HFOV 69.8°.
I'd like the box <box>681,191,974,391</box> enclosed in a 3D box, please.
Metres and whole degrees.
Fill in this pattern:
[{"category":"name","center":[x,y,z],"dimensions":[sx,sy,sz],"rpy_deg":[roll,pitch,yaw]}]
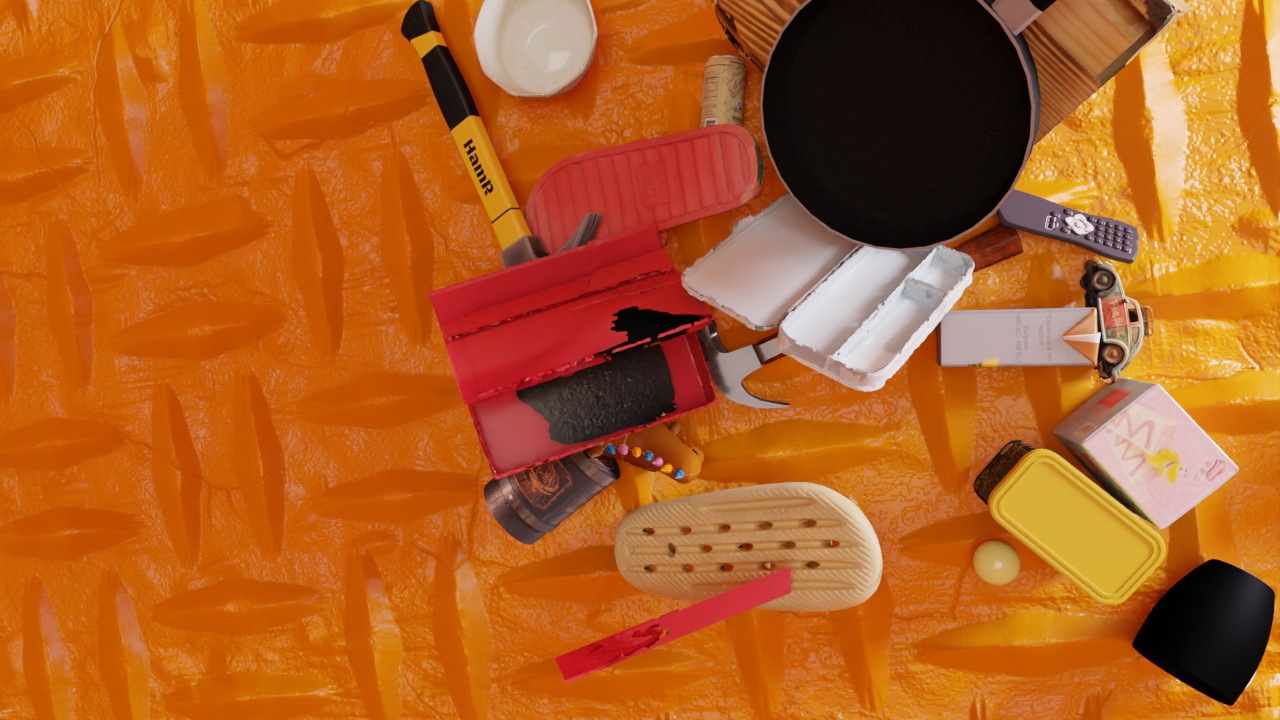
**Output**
[{"category":"box","center":[0.159,-0.068,0.766],"dimensions":[0.190,0.208,0.038],"rpy_deg":[28,136,23]}]

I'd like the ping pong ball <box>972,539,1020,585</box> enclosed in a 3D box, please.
[{"category":"ping pong ball","center":[0.320,0.182,0.825],"dimensions":[0.040,0.040,0.040],"rpy_deg":[0,93,10]}]

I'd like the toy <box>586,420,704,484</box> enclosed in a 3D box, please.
[{"category":"toy","center":[0.006,0.087,0.846],"dimensions":[0.090,0.102,0.071],"rpy_deg":[30,117,36]}]

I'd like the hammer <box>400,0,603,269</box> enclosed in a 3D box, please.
[{"category":"hammer","center":[-0.154,-0.203,0.883],"dimensions":[0.170,0.034,0.324],"rpy_deg":[-29,81,30]}]

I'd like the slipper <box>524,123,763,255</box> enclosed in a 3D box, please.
[{"category":"slipper","center":[0.002,-0.155,0.857],"dimensions":[0.249,0.059,0.103],"rpy_deg":[-13,89,25]}]

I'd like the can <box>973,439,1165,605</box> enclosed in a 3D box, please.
[{"category":"can","center":[0.358,0.132,0.784],"dimensions":[0.131,0.101,0.072],"rpy_deg":[39,98,6]}]

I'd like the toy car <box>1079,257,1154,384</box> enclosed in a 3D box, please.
[{"category":"toy car","center":[0.413,-0.036,0.794],"dimensions":[0.047,0.047,0.112],"rpy_deg":[-9,92,11]}]

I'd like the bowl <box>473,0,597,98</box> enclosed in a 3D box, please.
[{"category":"bowl","center":[-0.092,-0.300,0.867],"dimensions":[0.117,0.061,0.117],"rpy_deg":[0,92,10]}]

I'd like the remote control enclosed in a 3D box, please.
[{"category":"remote control","center":[0.373,-0.120,0.803],"dimensions":[0.124,0.009,0.046],"rpy_deg":[20,56,9]}]

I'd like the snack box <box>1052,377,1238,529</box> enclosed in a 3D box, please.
[{"category":"snack box","center":[0.421,0.075,0.774],"dimensions":[0.079,0.093,0.095],"rpy_deg":[-42,85,9]}]

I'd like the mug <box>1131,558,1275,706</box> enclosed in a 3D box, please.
[{"category":"mug","center":[0.495,0.233,0.783],"dimensions":[0.119,0.085,0.100],"rpy_deg":[37,85,-23]}]

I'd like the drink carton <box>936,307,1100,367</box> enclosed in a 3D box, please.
[{"category":"drink carton","center":[0.325,-0.020,0.798],"dimensions":[0.125,0.076,0.048],"rpy_deg":[-1,92,15]}]

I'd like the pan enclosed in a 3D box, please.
[{"category":"pan","center":[0.227,-0.214,0.617],"dimensions":[0.204,0.043,0.357],"rpy_deg":[51,137,0]}]

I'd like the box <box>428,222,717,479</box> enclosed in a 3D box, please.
[{"category":"box","center":[-0.089,-0.135,0.742],"dimensions":[0.214,0.138,0.468],"rpy_deg":[-18,106,-8]}]

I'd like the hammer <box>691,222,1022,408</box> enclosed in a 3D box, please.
[{"category":"hammer","center":[0.201,-0.047,0.843],"dimensions":[0.301,0.028,0.111],"rpy_deg":[-25,87,10]}]

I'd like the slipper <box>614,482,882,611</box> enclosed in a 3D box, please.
[{"category":"slipper","center":[0.099,0.169,0.850],"dimensions":[0.262,0.079,0.111],"rpy_deg":[-7,86,29]}]

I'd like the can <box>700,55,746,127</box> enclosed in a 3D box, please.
[{"category":"can","center":[0.076,-0.238,0.850],"dimensions":[0.038,0.038,0.079],"rpy_deg":[5,94,10]}]

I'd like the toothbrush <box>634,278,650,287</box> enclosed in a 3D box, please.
[{"category":"toothbrush","center":[-0.005,0.005,0.890],"dimensions":[0.015,0.015,0.184],"rpy_deg":[5,95,4]}]

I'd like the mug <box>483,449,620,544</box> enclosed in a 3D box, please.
[{"category":"mug","center":[-0.094,0.101,0.887],"dimensions":[0.107,0.080,0.115],"rpy_deg":[-40,57,11]}]

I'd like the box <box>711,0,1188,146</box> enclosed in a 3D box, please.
[{"category":"box","center":[0.216,-0.269,0.715],"dimensions":[0.270,0.263,0.279],"rpy_deg":[-43,87,11]}]
